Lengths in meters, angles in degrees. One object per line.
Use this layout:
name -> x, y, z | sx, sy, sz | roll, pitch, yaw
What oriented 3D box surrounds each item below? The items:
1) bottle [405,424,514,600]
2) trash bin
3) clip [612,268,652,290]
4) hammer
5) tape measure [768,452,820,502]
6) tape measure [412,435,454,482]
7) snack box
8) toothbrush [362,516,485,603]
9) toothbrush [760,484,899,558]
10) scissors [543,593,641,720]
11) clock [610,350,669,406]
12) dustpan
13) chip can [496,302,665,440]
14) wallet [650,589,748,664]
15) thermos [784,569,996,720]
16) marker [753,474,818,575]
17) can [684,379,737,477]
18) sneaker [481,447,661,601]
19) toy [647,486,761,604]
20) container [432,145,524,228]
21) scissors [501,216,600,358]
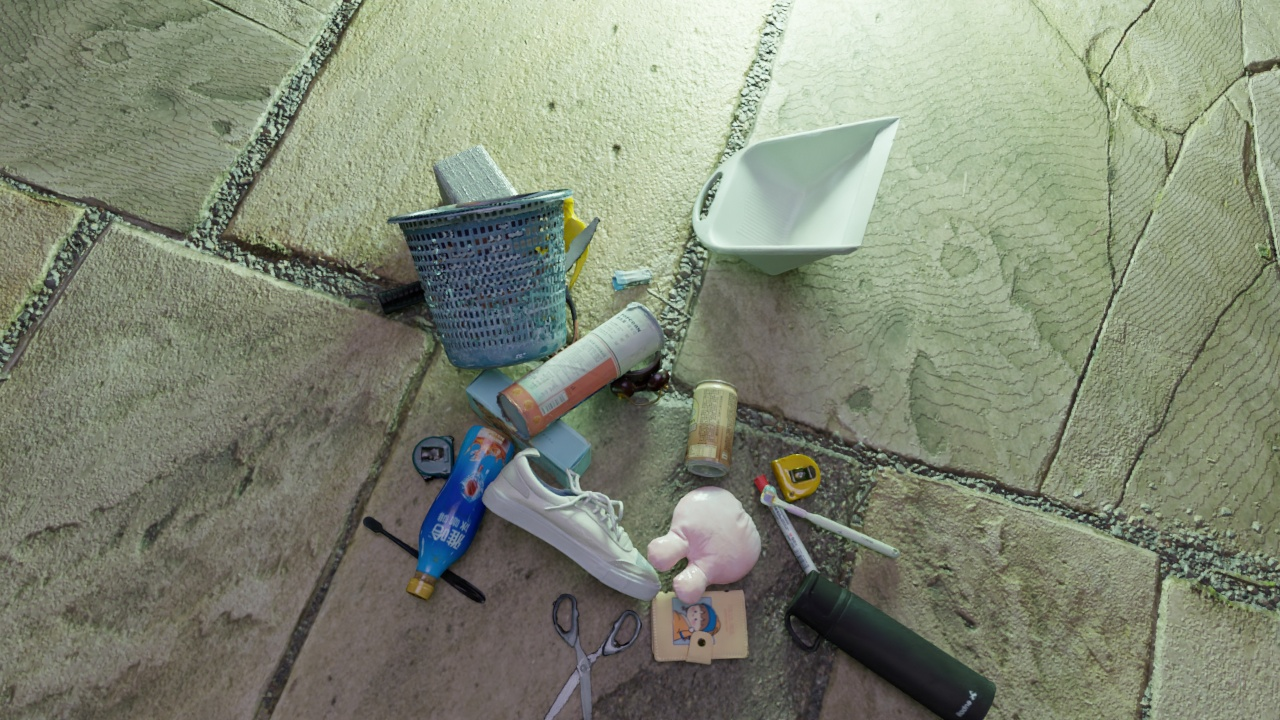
bottle -> -0.225, 0.185, 1.121 | 0.065, 0.065, 0.218 | 21, 66, 6
trash bin -> -0.181, -0.099, 1.136 | 0.226, 0.226, 0.195 | -10, 103, -8
clip -> -0.010, -0.116, 1.291 | 0.058, 0.043, 0.026 | -7, 64, -15
hammer -> -0.212, -0.126, 1.265 | 0.300, 0.033, 0.128 | -20, 86, -7
tape measure -> 0.203, 0.149, 1.184 | 0.057, 0.029, 0.060 | -17, 69, -11
tape measure -> -0.263, 0.124, 1.170 | 0.054, 0.025, 0.058 | -4, 66, -6
snack box -> -0.141, 0.084, 1.167 | 0.175, 0.074, 0.051 | 38, 69, 12
toothbrush -> -0.265, 0.245, 1.124 | 0.181, 0.018, 0.015 | 31, 58, 8
toothbrush -> 0.240, 0.207, 1.157 | 0.189, 0.020, 0.029 | 25, 54, -1
scissors -> -0.068, 0.358, 1.087 | 0.180, 0.014, 0.159 | -35, 73, -15
clock -> -0.007, 0.007, 1.218 | 0.082, 0.055, 0.121 | -12, 65, -9
dustpan -> 0.194, -0.233, 1.262 | 0.142, 0.258, 0.222 | 29, 66, -17
chip can -> -0.072, 0.012, 1.130 | 0.214, 0.071, 0.071 | -35, 73, -24
wallet -> 0.070, 0.322, 1.107 | 0.115, 0.024, 0.087 | 0, 62, -4
thermos -> 0.288, 0.350, 1.090 | 0.242, 0.068, 0.090 | 31, 102, 12
marker -> 0.185, 0.211, 1.163 | 0.017, 0.017, 0.145 | -24, 70, -13
can -> 0.092, 0.088, 1.188 | 0.058, 0.059, 0.116 | 9, 67, 1
sneaker -> -0.064, 0.191, 1.087 | 0.242, 0.089, 0.090 | 35, 89, -12
toy -> 0.077, 0.223, 1.114 | 0.159, 0.054, 0.121 | -29, 76, -39
container -> -0.230, -0.229, 1.291 | 0.090, 0.090, 0.114 | -28, 68, -15
scissors -> -0.123, -0.101, 1.245 | 0.227, 0.015, 0.189 | -34, 89, -7
